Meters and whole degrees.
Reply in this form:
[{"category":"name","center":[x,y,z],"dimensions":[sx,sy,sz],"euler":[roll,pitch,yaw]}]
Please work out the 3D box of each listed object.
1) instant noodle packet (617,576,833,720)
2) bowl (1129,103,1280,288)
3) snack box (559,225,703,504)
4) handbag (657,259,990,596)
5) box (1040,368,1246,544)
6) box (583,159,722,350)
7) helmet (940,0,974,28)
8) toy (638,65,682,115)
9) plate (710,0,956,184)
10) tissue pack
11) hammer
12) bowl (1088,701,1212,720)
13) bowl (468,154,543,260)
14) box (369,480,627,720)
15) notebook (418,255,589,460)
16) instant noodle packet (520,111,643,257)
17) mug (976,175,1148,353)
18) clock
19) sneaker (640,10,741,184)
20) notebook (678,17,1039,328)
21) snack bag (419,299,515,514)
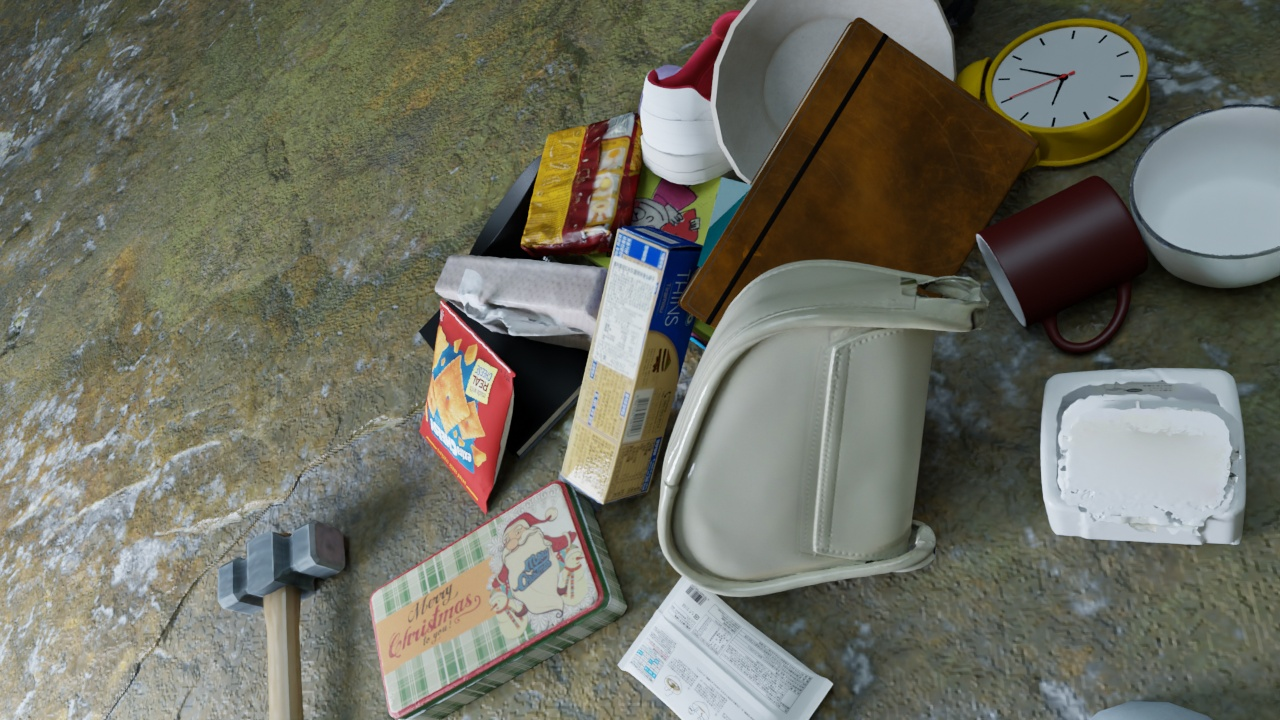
[{"category":"instant noodle packet","center":[0.054,0.214,0.628],"dimensions":[0.134,0.026,0.087],"euler":[33,83,39]},{"category":"bowl","center":[0.377,-0.097,0.585],"dimensions":[0.116,0.065,0.116],"euler":[-14,58,23]},{"category":"snack box","center":[-0.004,0.004,0.698],"dimensions":[0.056,0.057,0.207],"euler":[29,112,37]},{"category":"handbag","center":[0.110,0.035,0.596],"dimensions":[0.184,0.229,0.131],"euler":[6,35,11]},{"category":"box","center":[0.283,0.043,0.524],"dimensions":[0.110,0.130,0.102],"euler":[-3,62,31]},{"category":"box","center":[0.053,-0.084,0.760],"dimensions":[0.124,0.082,0.221],"euler":[-49,50,-2]},{"category":"helmet","center":[0.203,-0.403,0.723],"dimensions":[0.233,0.255,0.250],"euler":[21,74,34]},{"category":"toy","center":[0.042,-0.255,0.891],"dimensions":[0.100,0.036,0.080],"euler":[12,81,40]},{"category":"plate","center":[0.145,-0.210,0.702],"dimensions":[0.189,0.189,0.027],"euler":[-33,27,10]},{"category":"tissue pack","center":[-0.091,-0.043,0.787],"dimensions":[0.182,0.104,0.071],"euler":[14,76,35]},{"category":"hammer","center":[-0.301,0.299,0.779],"dimensions":[0.117,0.051,0.322],"euler":[-27,56,15]},{"category":"bowl","center":[0.274,0.231,0.480],"dimensions":[0.106,0.039,0.106],"euler":[-14,58,23]},{"category":"bowl","center":[-0.106,-0.126,0.859],"dimensions":[0.124,0.052,0.123],"euler":[-47,21,24]},{"category":"box","center":[-0.117,0.192,0.727],"dimensions":[0.206,0.050,0.117],"euler":[-31,52,13]},{"category":"notebook","center":[-0.114,-0.024,0.867],"dimensions":[0.149,0.016,0.206],"euler":[-46,51,1]},{"category":"instant noodle packet","center":[-0.045,-0.150,0.780],"dimensions":[0.099,0.039,0.135],"euler":[-2,66,29]},{"category":"mug","center":[0.291,-0.059,0.620],"dimensions":[0.083,0.073,0.105],"euler":[-27,82,15]},{"category":"clock","center":[0.306,-0.199,0.695],"dimensions":[0.152,0.052,0.113],"euler":[-20,56,15]},{"category":"sneaker","center":[0.100,-0.241,0.757],"dimensions":[0.236,0.104,0.090],"euler":[-29,47,-21]},{"category":"notebook","center":[0.144,-0.094,0.651],"dimensions":[0.249,0.178,0.014],"euler":[-58,9,4]},{"category":"snack bag","center":[-0.154,0.039,0.809],"dimensions":[0.131,0.039,0.144],"euler":[41,126,39]}]
